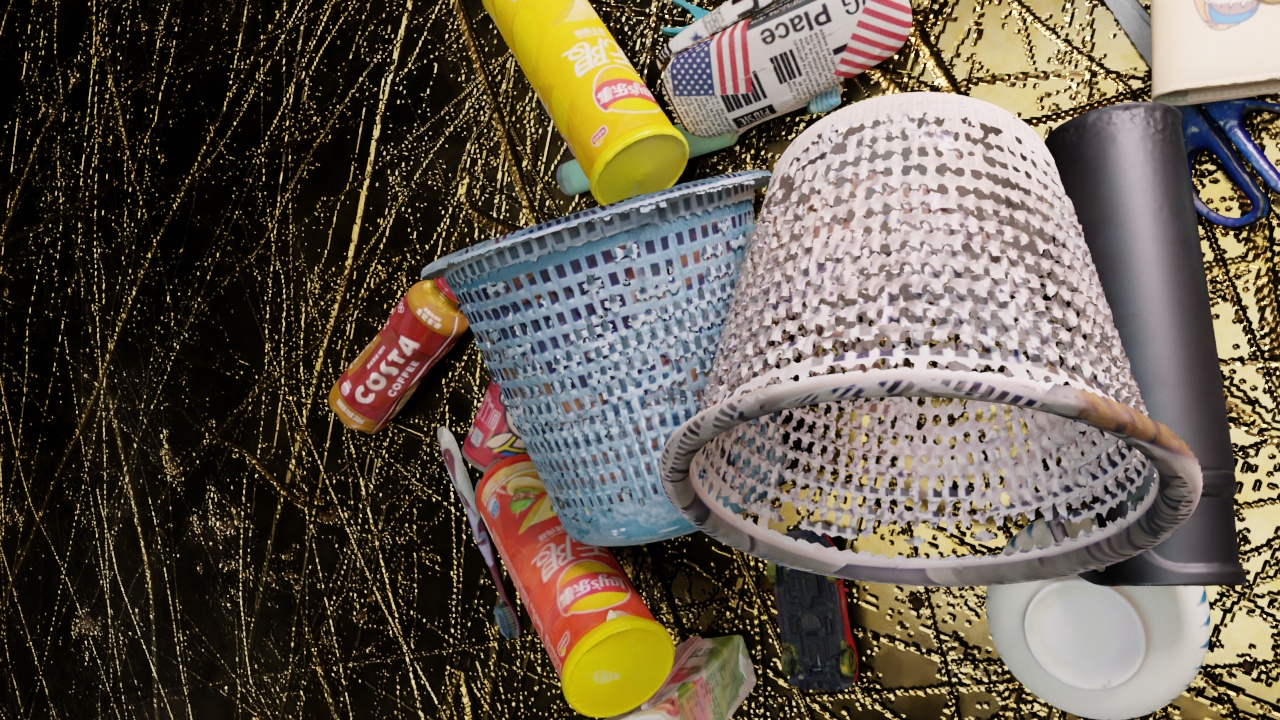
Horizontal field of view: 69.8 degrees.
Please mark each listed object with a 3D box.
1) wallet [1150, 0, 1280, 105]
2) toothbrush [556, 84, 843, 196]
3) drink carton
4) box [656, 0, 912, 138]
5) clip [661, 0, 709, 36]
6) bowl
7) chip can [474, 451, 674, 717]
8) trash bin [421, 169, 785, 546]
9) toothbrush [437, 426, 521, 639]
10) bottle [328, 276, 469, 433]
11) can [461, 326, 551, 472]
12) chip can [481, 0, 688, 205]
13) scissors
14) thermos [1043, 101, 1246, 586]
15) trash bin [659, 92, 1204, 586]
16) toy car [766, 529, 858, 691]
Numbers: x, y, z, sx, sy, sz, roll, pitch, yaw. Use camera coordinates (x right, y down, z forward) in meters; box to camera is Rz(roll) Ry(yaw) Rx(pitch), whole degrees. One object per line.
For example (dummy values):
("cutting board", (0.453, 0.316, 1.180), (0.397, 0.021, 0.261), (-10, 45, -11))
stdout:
("wallet", (0.314, -0.191, 0.476), (0.087, 0.024, 0.115), (0, 73, 23))
("toothbrush", (0.036, -0.157, 0.654), (0.225, 0.026, 0.027), (-11, 55, 30))
("drink carton", (0.028, 0.225, 0.609), (0.054, 0.122, 0.045), (-19, 91, 31))
("box", (0.091, -0.201, 0.591), (0.163, 0.076, 0.088), (-19, 89, 21))
("clip", (0.041, -0.241, 0.657), (0.056, 0.013, 0.039), (27, 105, 29))
("bowl", (0.250, 0.145, 0.511), (0.117, 0.066, 0.116), (0, 91, 30))
("chip can", (-0.054, 0.143, 0.630), (0.216, 0.073, 0.073), (43, 114, 56))
("trash bin", (-0.003, 0.003, 0.589), (0.227, 0.226, 0.195), (-12, 97, 30))
("toothbrush", (-0.138, 0.143, 0.767), (0.016, 0.017, 0.187), (-28, 78, 27))
("bottle", (-0.195, -0.013, 0.774), (0.175, 0.057, 0.057), (-46, 69, 23))
("can", (-0.091, 0.023, 0.716), (0.053, 0.053, 0.133), (34, 107, 26))
("chip can", (-0.044, -0.206, 0.655), (0.072, 0.072, 0.213), (-41, 61, 24))
("scissors", (0.303, -0.156, 0.493), (0.108, 0.012, 0.174), (-10, 89, 53))
("thermos", (0.249, -0.006, 0.480), (0.090, 0.068, 0.242), (-12, 72, 43))
("trash bin", (0.132, -0.014, 0.456), (0.228, 0.227, 0.191), (-11, 55, 30))
("toy car", (0.115, 0.165, 0.610), (0.049, 0.031, 0.106), (-12, 86, 29))
